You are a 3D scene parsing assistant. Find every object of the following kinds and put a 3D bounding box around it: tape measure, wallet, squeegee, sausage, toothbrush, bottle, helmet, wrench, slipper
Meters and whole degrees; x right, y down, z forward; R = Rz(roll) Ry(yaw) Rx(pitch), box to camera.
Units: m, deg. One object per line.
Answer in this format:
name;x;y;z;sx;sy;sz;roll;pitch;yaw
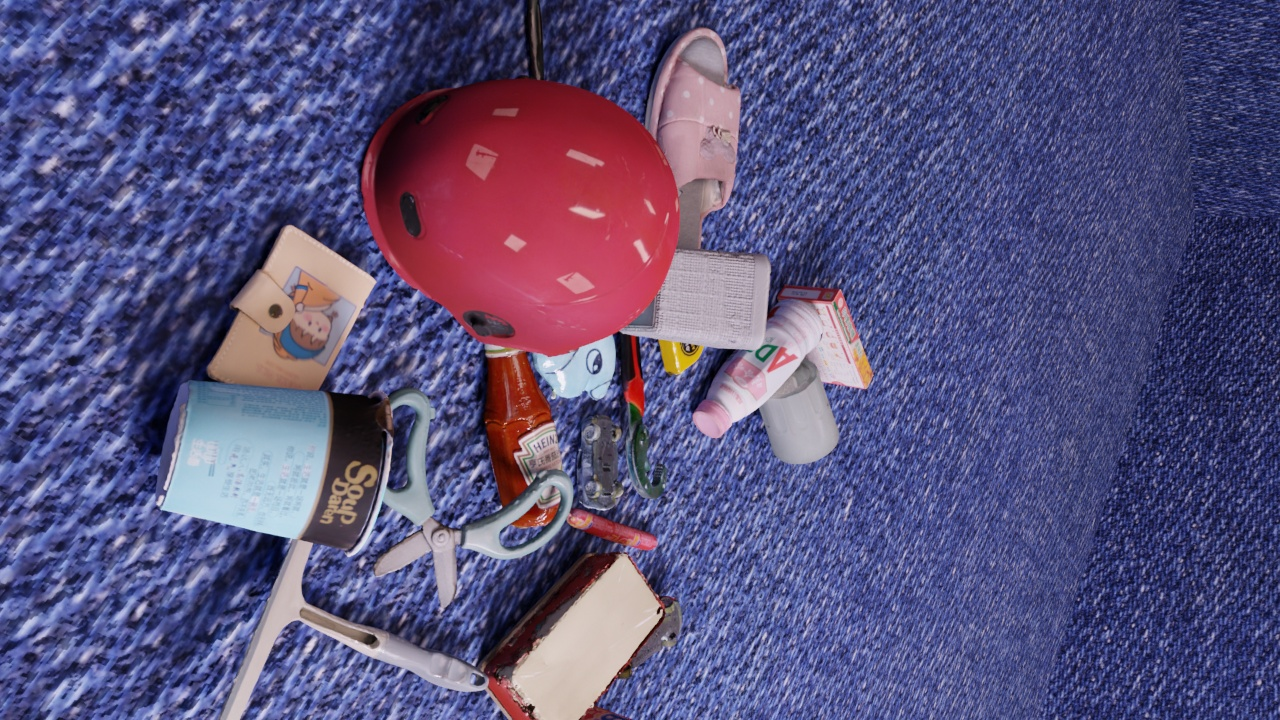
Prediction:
tape measure;0.040;-0.022;0.947;0.057;0.029;0.060;-35;123;-39
wallet;-0.237;-0.026;0.623;0.087;0.024;0.115;43;67;-51
squeegee;-0.202;0.215;0.704;0.246;0.039;0.245;46;49;-47
sausage;-0.028;0.170;0.917;0.155;0.020;0.020;30;75;-48
toothbrush;-0.083;-0.211;0.771;0.015;0.018;0.181;-16;109;-44
bottle;0.132;0.010;1.036;0.196;0.068;0.068;-45;130;-31
bottle;-0.104;0.036;0.767;0.059;0.060;0.206;-22;108;-46
helmet;-0.067;-0.116;0.682;0.239;0.144;0.206;18;75;-39
wrench;-0.005;0.005;0.890;0.056;0.016;0.273;-23;109;-56
slipper;0.051;-0.189;0.904;0.114;0.054;0.274;6;95;-50

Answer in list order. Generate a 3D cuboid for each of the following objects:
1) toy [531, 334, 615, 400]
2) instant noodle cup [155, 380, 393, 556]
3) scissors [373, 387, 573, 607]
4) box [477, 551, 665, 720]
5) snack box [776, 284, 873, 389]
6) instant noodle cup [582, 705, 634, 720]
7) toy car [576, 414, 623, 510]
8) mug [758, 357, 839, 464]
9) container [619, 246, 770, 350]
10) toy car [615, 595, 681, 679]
toy;-0.058;-0.040;0.811;0.161;0.050;0.156;55;53;-38
instant noodle cup;-0.231;0.060;0.576;0.120;0.111;0.111;15;86;-30
scissors;-0.136;0.094;0.710;0.173;0.019;0.170;-20;100;-27
box;-0.056;0.254;0.834;0.167;0.080;0.091;-42;104;-37
snack box;0.229;-0.028;1.133;0.027;0.077;0.156;-56;135;-27
instant noodle cup;-0.059;0.389;0.854;0.151;0.112;0.151;-13;108;-48
toy car;-0.041;0.097;0.873;0.042;0.034;0.090;8;78;-52
mug;0.187;0.047;1.110;0.123;0.084;0.103;-75;148;-50
container;0.046;-0.059;0.850;0.114;0.090;0.090;4;90;-30
toy car;-0.006;0.282;0.945;0.120;0.045;0.053;-18;113;-41
